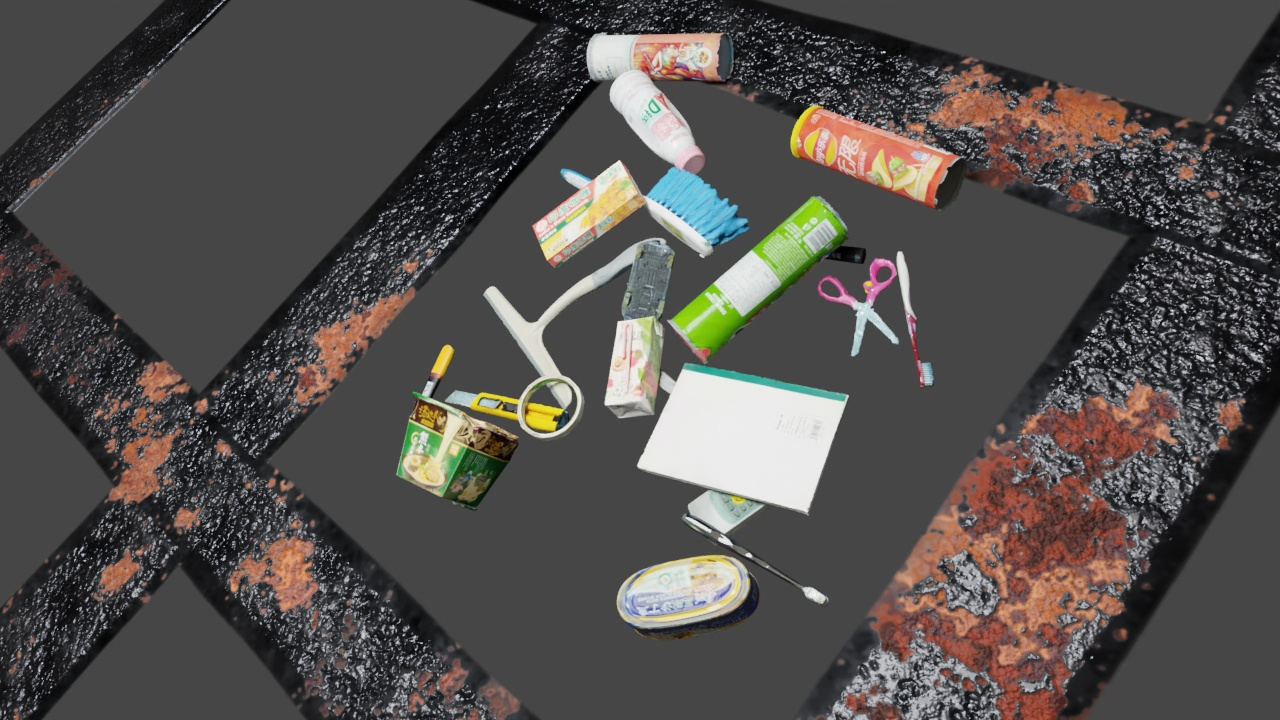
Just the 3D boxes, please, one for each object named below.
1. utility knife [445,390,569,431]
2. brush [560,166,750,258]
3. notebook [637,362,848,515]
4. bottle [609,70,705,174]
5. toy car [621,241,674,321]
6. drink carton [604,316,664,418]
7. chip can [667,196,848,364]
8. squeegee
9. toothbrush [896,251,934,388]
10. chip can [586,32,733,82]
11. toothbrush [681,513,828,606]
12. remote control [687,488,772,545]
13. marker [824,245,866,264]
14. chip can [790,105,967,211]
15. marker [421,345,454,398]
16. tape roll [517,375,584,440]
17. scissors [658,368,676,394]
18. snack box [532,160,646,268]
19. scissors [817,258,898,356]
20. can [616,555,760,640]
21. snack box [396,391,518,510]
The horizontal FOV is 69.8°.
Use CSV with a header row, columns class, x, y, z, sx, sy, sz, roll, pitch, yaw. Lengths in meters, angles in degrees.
class,x,y,z,sx,sy,sz,roll,pitch,yaw
utility knife,-0.175,0.064,1.194,0.197,0.015,0.033,10,66,26
brush,0.011,-0.229,1.273,0.109,0.060,0.314,-45,53,-3
notebook,0.116,0.083,1.051,0.209,0.012,0.150,12,63,29
bottle,0.027,-0.338,1.320,0.068,0.068,0.197,-33,59,0
toy car,0.010,-0.099,1.198,0.054,0.037,0.120,13,68,-1
drink carton,-0.007,0.007,1.137,0.054,0.045,0.122,-7,59,27
chip can,0.144,-0.097,1.115,0.236,0.072,0.072,-41,55,2
squeegee,-0.068,-0.096,1.231,0.246,0.039,0.246,-37,55,-2
toothbrush,0.319,-0.051,1.069,0.017,0.016,0.187,-6,60,9
chip can,0.030,-0.456,1.381,0.215,0.071,0.071,8,65,24
toothbrush,0.120,0.211,0.981,0.181,0.018,0.015,28,83,25
remote control,0.120,0.148,1.029,0.135,0.019,0.056,-35,55,-1
marker,0.219,-0.140,1.157,0.132,0.020,0.022,11,57,27
chip can,0.299,-0.259,1.163,0.217,0.073,0.073,30,75,32
marker,-0.285,0.036,1.256,0.018,0.015,0.123,11,69,28
tape roll,-0.113,0.059,1.155,0.086,0.014,0.085,-8,63,15
scissors,0.043,0.047,1.122,0.174,0.014,0.140,2,61,23
snack box,-0.072,-0.200,1.261,0.156,0.027,0.077,-35,51,12
scissors,0.261,-0.066,1.102,0.124,0.017,0.133,9,69,23
can,0.051,0.252,0.978,0.148,0.049,0.074,-14,58,13
snack box,-0.234,0.115,1.137,0.118,0.118,0.105,19,80,29
